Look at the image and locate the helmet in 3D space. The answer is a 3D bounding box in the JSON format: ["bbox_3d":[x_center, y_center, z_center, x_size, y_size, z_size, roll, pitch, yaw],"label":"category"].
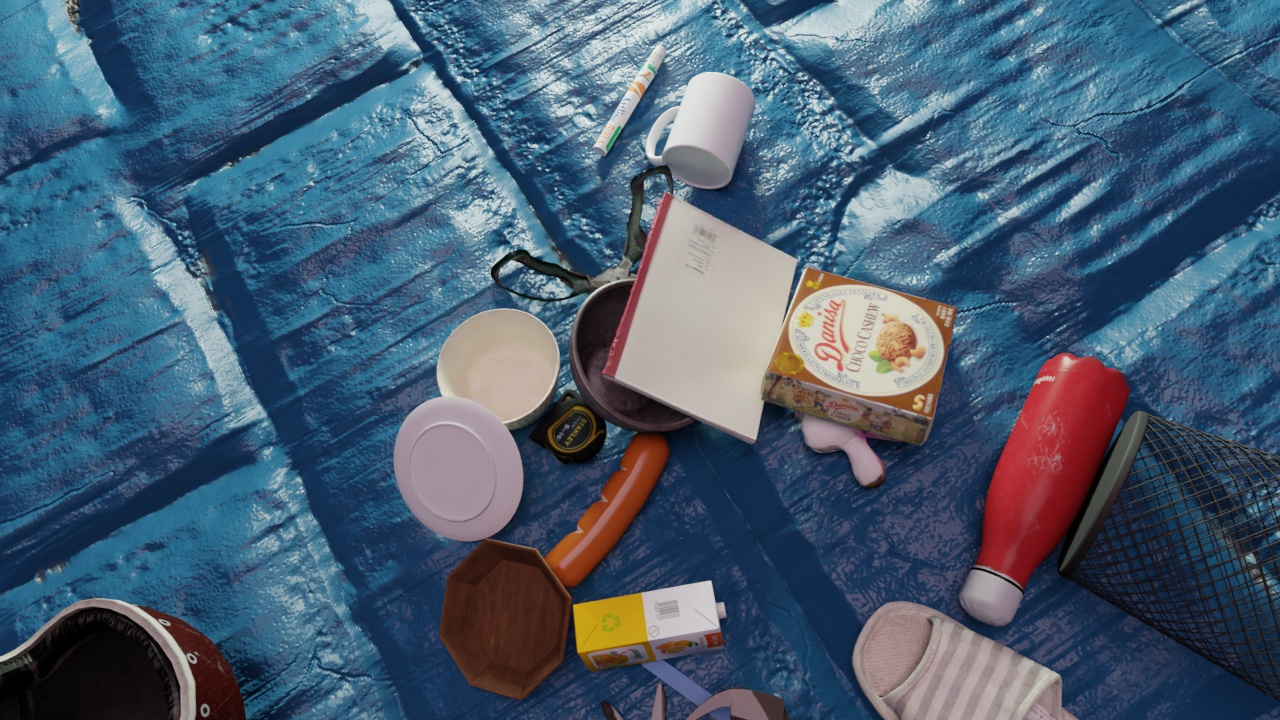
[{"bbox_3d":[-0.437,0.293,0.689,0.234,0.253,0.234,13,95,28],"label":"helmet"}]

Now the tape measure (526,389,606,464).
[{"bbox_3d":[-0.062,0.066,0.853,0.061,0.034,0.061,36,77,21],"label":"tape measure"}]

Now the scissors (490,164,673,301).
[{"bbox_3d":[-0.051,-0.110,0.921,0.205,0.015,0.201,7,72,16],"label":"scissors"}]

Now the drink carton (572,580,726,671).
[{"bbox_3d":[0.011,0.221,0.764,0.122,0.059,0.040,-11,56,3],"label":"drink carton"}]

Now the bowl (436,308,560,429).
[{"bbox_3d":[-0.127,0.016,0.866,0.115,0.062,0.115,-3,68,6],"label":"bowl"}]

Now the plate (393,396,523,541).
[{"bbox_3d":[-0.168,0.100,0.825,0.135,0.011,0.134,3,100,20],"label":"plate"}]

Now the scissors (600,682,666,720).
[{"bbox_3d":[0.017,0.372,0.729,0.198,0.015,0.179,32,75,18],"label":"scissors"}]

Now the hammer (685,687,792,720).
[{"bbox_3d":[0.052,0.411,0.684,0.115,0.033,0.322,12,71,10],"label":"hammer"}]

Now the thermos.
[{"bbox_3d":[0.331,0.108,0.766,0.073,0.073,0.239,27,74,16],"label":"thermos"}]

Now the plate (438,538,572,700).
[{"bbox_3d":[-0.111,0.218,0.782,0.131,0.025,0.131,-3,82,24],"label":"plate"}]

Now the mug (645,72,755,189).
[{"bbox_3d":[0.055,-0.234,0.946,0.111,0.074,0.090,4,66,37],"label":"mug"}]

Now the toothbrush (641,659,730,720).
[{"bbox_3d":[0.067,0.291,0.757,0.167,0.014,0.016,31,75,18],"label":"toothbrush"}]

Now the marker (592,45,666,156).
[{"bbox_3d":[-0.010,-0.283,0.997,0.017,0.017,0.145,24,73,15],"label":"marker"}]

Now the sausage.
[{"bbox_3d":[-0.027,0.133,0.818,0.044,0.039,0.164,32,75,18],"label":"sausage"}]

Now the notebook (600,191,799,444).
[{"bbox_3d":[0.061,-0.044,0.841,0.153,0.012,0.208,25,60,-12],"label":"notebook"}]

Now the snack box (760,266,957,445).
[{"bbox_3d":[0.197,-0.007,0.822,0.147,0.041,0.142,17,50,14],"label":"snack box"}]

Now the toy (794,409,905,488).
[{"bbox_3d":[0.183,0.054,0.826,0.122,0.038,0.079,40,84,18],"label":"toy"}]

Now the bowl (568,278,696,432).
[{"bbox_3d":[-0.005,0.005,0.837,0.144,0.067,0.144,10,65,-21],"label":"bowl"}]

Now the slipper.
[{"bbox_3d":[0.291,0.291,0.711,0.273,0.054,0.114,36,81,18],"label":"slipper"}]

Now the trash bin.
[{"bbox_3d":[0.448,0.146,0.686,0.210,0.184,0.183,26,73,22],"label":"trash bin"}]
